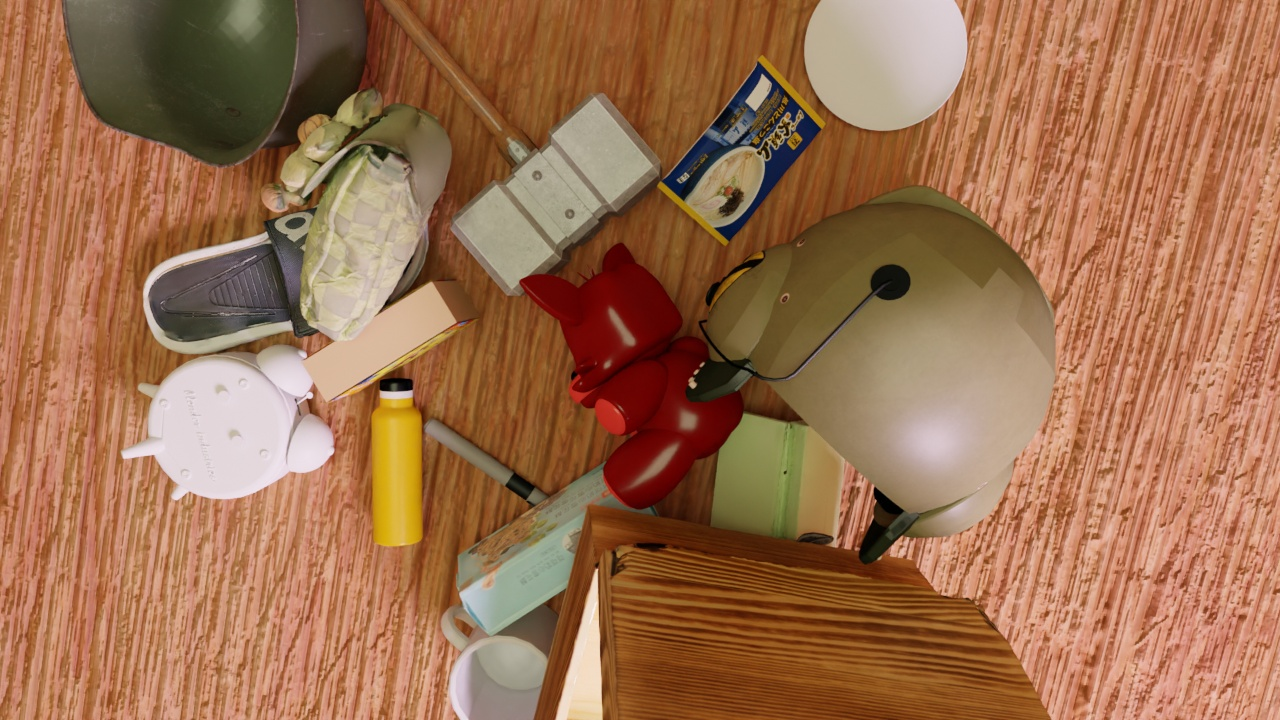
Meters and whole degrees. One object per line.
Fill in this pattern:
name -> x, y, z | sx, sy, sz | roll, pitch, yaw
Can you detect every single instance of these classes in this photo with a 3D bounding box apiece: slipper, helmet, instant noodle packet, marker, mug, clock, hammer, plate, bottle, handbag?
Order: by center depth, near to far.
helmet -> 0.178, -0.004, 0.668 | 0.250, 0.255, 0.233 | 43, 99, -4
handbag -> -0.222, -0.113, 0.691 | 0.117, 0.113, 0.187 | 27, 116, -13
helmet -> -0.305, -0.264, 0.713 | 0.228, 0.153, 0.267 | -46, 68, 26
hammer -> -0.143, -0.223, 0.757 | 0.163, 0.083, 0.317 | -40, 92, 6
instant noodle packet -> 0.086, -0.173, 0.769 | 0.087, 0.026, 0.134 | 36, 97, -31
plate -> 0.205, -0.262, 0.773 | 0.134, 0.011, 0.134 | 0, 96, 2
slipper -> -0.310, -0.072, 0.791 | 0.264, 0.063, 0.111 | -14, 95, 6
clock -> -0.358, 0.056, 0.799 | 0.161, 0.073, 0.125 | -14, 95, 4
mug -> -0.123, 0.257, 0.801 | 0.121, 0.090, 0.091 | 40, 96, -2
bottle -> -0.215, 0.088, 0.811 | 0.043, 0.043, 0.143 | 1, 96, 2
marker -> -0.133, 0.096, 0.823 | 0.140, 0.016, 0.016 | 35, 96, -1

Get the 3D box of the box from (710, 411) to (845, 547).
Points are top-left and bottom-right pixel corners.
box -> 0.123, 0.138, 0.811 | 0.098, 0.082, 0.188 | 15, 102, 45

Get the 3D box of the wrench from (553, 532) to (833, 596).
wrench -> 0.044, 0.194, 0.791 | 0.274, 0.010, 0.070 | -14, 91, 19

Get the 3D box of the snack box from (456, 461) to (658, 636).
snack box -> -0.071, 0.154, 0.781 | 0.174, 0.075, 0.053 | -33, 108, -3

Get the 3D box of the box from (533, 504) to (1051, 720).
box -> 0.089, 0.257, 0.591 | 0.279, 0.336, 0.287 | 12, 105, -9

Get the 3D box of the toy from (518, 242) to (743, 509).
toy -> -0.004, 0.004, 0.742 | 0.121, 0.158, 0.197 | -36, 87, 37

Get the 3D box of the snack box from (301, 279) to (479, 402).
snack box -> -0.208, -0.019, 0.777 | 0.126, 0.088, 0.040 | -31, 94, 5
